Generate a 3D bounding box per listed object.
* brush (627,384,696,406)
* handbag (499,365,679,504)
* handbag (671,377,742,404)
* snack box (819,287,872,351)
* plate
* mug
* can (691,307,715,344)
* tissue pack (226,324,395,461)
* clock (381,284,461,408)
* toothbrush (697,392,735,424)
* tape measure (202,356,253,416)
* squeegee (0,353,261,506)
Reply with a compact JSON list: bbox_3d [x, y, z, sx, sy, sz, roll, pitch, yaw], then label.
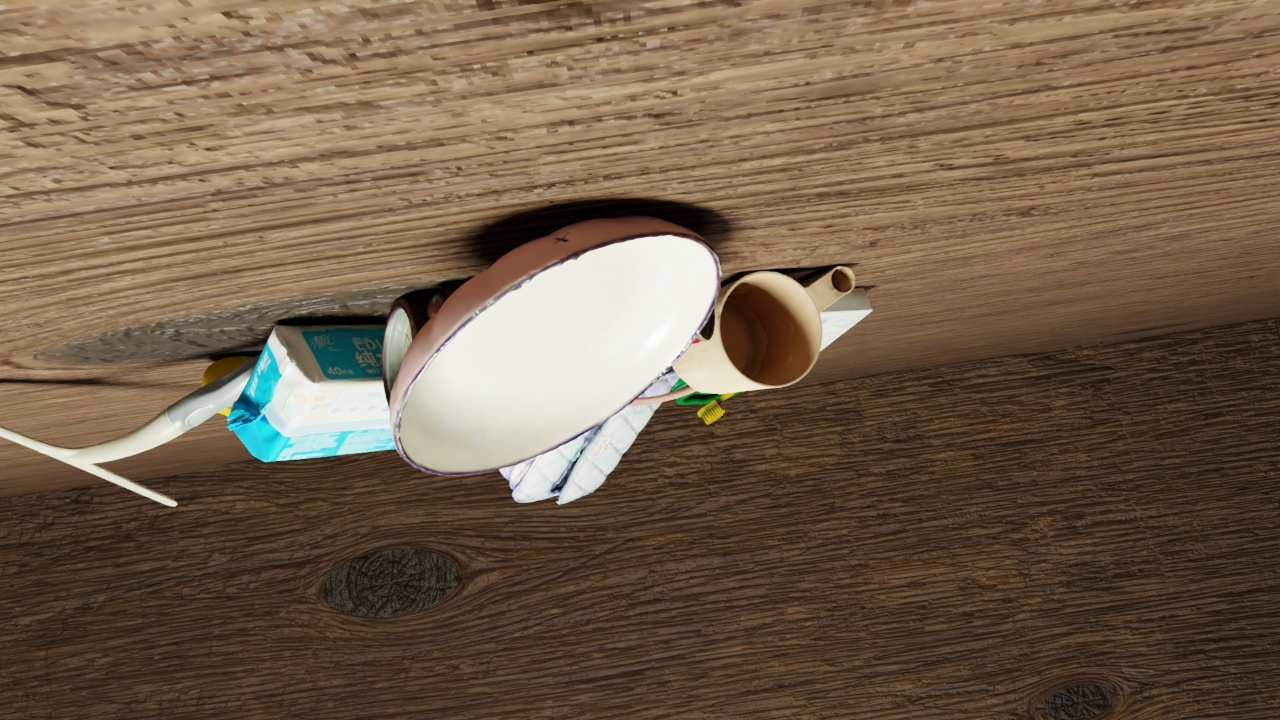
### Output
[{"bbox_3d":[-0.005,0.005,0.768,0.145,0.073,0.063,-17,179,-23],"label":"brush"},{"bbox_3d":[-0.052,0.059,0.884,0.134,0.075,0.194,-11,146,-44],"label":"handbag"},{"bbox_3d":[0.094,0.001,0.995,0.120,0.068,0.131,-19,169,32],"label":"handbag"},{"bbox_3d":[0.133,-0.017,0.849,0.084,0.027,0.157,-5,157,-31],"label":"snack box"},{"bbox_3d":[-0.047,-0.011,0.484,0.192,0.039,0.193,-28,156,-14],"label":"plate"},{"bbox_3d":[0.091,-0.028,0.703,0.124,0.084,0.104,-34,-174,-20],"label":"mug"},{"bbox_3d":[-0.023,-0.027,0.590,0.133,0.053,0.053,-10,175,22],"label":"can"},{"bbox_3d":[-0.206,0.019,0.640,0.139,0.063,0.090,-3,142,-50],"label":"tissue pack"},{"bbox_3d":[-0.120,-0.002,0.567,0.055,0.082,0.122,2,173,-30],"label":"clock"},{"bbox_3d":[0.139,0.006,0.944,0.190,0.016,0.016,-35,159,-10],"label":"toothbrush"},{"bbox_3d":[-0.307,0.018,0.708,0.060,0.028,0.057,-19,148,7],"label":"tape measure"},{"bbox_3d":[-0.341,0.040,0.665,0.247,0.039,0.246,-21,147,11],"label":"squeegee"}]
